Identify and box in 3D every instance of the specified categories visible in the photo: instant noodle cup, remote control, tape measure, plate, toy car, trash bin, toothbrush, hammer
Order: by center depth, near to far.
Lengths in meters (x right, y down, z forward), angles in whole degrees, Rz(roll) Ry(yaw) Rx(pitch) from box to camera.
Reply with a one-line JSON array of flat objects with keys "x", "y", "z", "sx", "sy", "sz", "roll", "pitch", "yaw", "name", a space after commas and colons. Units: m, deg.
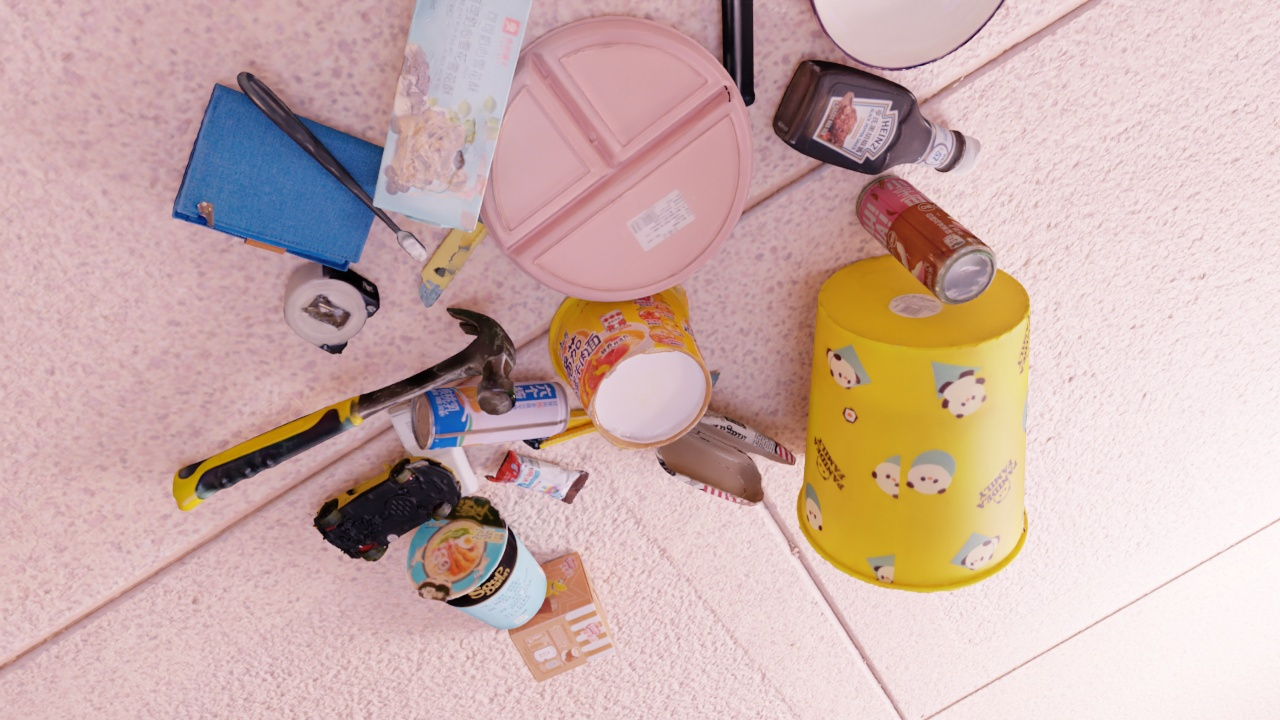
[{"x": -0.218, "y": -0.136, "z": 0.663, "sx": 0.015, "sy": 0.018, "sz": 0.181, "roll": -42, "pitch": 123, "yaw": 0, "name": "toothbrush"}, {"x": 0.073, "y": -0.295, "z": 0.684, "sx": 0.026, "sy": 0.027, "sz": 0.213, "roll": -45, "pitch": 143, "yaw": -42, "name": "toothbrush"}, {"x": 0.209, "y": -0.323, "z": 0.704, "sx": 0.192, "sy": 0.039, "sz": 0.193, "roll": -10, "pitch": 126, "yaw": -13, "name": "plate"}, {"x": -0.019, "y": -0.150, "z": 0.726, "sx": 0.229, "sy": 0.028, "sz": 0.230, "roll": -4, "pitch": 116, "yaw": -9, "name": "plate"}, {"x": -0.253, "y": -0.045, "z": 0.741, "sx": 0.066, "sy": 0.033, "sz": 0.066, "roll": 32, "pitch": 107, "yaw": -35, "name": "tape measure"}, {"x": -0.252, "y": 0.047, "z": 0.774, "sx": 0.324, "sy": 0.126, "sz": 0.032, "roll": -23, "pitch": 131, "yaw": 10, "name": "hammer"}, {"x": -0.005, "y": 0.005, "z": 0.817, "sx": 0.138, "sy": 0.109, "sz": 0.138, "roll": -9, "pitch": 125, "yaw": -13, "name": "instant noodle cup"}, {"x": -0.235, "y": 0.136, "z": 0.860, "sx": 0.156, "sy": 0.041, "sz": 0.071, "roll": -30, "pitch": 121, "yaw": 17, "name": "toy car"}, {"x": -0.192, "y": 0.086, "z": 0.862, "sx": 0.049, "sy": 0.024, "sz": 0.125, "roll": -20, "pitch": 128, "yaw": -6, "name": "remote control"}, {"x": 0.265, "y": 0.050, "z": 0.884, "sx": 0.229, "sy": 0.229, "sz": 0.256, "roll": -13, "pitch": 122, "yaw": -11, "name": "trash bin"}, {"x": -0.156, "y": 0.213, "z": 0.921, "sx": 0.111, "sy": 0.111, "sz": 0.120, "roll": -30, "pitch": 136, "yaw": 2, "name": "instant noodle cup"}]

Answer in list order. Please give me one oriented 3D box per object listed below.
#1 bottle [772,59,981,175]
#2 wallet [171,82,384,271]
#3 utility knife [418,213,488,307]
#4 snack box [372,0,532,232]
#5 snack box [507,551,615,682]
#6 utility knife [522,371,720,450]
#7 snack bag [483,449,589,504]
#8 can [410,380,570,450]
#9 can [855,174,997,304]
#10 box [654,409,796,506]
[{"x": 0.211, "y": -0.199, "z": 0.792, "sx": 0.194, "sy": 0.044, "sz": 0.080, "roll": 9, "pitch": 121, "yaw": -26, "name": "bottle"}, {"x": -0.261, "y": -0.129, "z": 0.676, "sx": 0.133, "sy": 0.040, "sz": 0.106, "roll": 17, "pitch": 109, "yaw": -30, "name": "wallet"}, {"x": -0.135, "y": -0.110, "z": 0.753, "sx": 0.031, "sy": 0.018, "sz": 0.168, "roll": 32, "pitch": 114, "yaw": -28, "name": "utility knife"}, {"x": -0.133, "y": -0.184, "z": 0.649, "sx": 0.074, "sy": 0.051, "sz": 0.175, "roll": 13, "pitch": 110, "yaw": -14, "name": "snack box"}, {"x": -0.091, "y": 0.280, "z": 1.002, "sx": 0.094, "sy": 0.077, "sz": 0.093, "roll": -21, "pitch": 128, "yaw": -4, "name": "snack box"}, {"x": -0.017, "y": 0.048, "z": 0.903, "sx": 0.209, "sy": 0.015, "sz": 0.033, "roll": -17, "pitch": 130, "yaw": -8, "name": "utility knife"}, {"x": -0.102, "y": 0.116, "z": 0.914, "sx": 0.105, "sy": 0.026, "sz": 0.045, "roll": 21, "pitch": 112, "yaw": -33, "name": "snack bag"}, {"x": -0.133, "y": 0.048, "z": 0.823, "sx": 0.134, "sy": 0.053, "sz": 0.053, "roll": -4, "pitch": 126, "yaw": -32, "name": "can"}, {"x": 0.246, "y": -0.108, "z": 0.802, "sx": 0.058, "sy": 0.147, "sz": 0.058, "roll": -10, "pitch": 127, "yaw": -13, "name": "can"}, {"x": 0.091, "y": 0.089, "z": 0.933, "sx": 0.162, "sy": 0.076, "sz": 0.088, "roll": 27, "pitch": 134, "yaw": -34, "name": "box"}]
